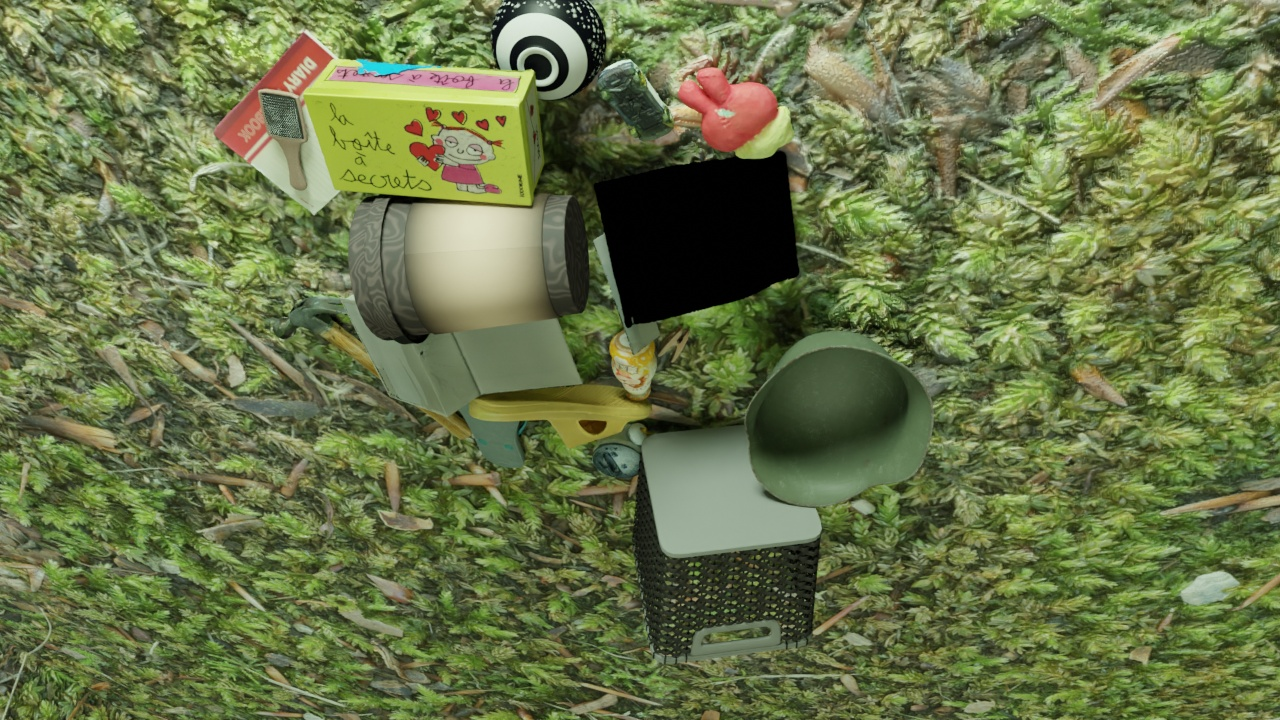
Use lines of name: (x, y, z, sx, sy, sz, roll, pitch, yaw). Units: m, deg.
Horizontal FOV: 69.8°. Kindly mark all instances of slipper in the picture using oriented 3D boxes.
slipper: (-0.222, 0.085, 1.409, 0.098, 0.054, 0.269, 11, 147, 3)
slipper: (-0.109, 0.081, 1.281, 0.263, 0.099, 0.078, 2, 103, -20)

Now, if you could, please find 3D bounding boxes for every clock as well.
clock: (-0.018, 0.136, 1.407, 0.118, 0.056, 0.083, -12, 132, 22)

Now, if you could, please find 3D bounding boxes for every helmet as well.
helmet: (0.247, 0.063, 1.203, 0.227, 0.153, 0.268, 20, 120, -3)

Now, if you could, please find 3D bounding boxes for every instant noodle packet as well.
instant noodle packet: (0.071, -0.145, 1.069, 0.221, 0.084, 0.163, -12, 118, 1)

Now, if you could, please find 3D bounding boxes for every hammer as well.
hammer: (-0.379, 0.019, 1.377, 0.132, 0.033, 0.330, -27, 126, 32)

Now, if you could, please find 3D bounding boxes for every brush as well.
brush: (-0.420, -0.257, 1.092, 0.050, 0.015, 0.136, 10, 136, 3)

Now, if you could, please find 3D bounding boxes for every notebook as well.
notebook: (-0.392, -0.274, 1.089, 0.209, 0.012, 0.153, -29, 124, 33)

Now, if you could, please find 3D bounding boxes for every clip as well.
clip: (0.040, -0.027, 1.254, 0.045, 0.025, 0.061, 19, 129, -11)

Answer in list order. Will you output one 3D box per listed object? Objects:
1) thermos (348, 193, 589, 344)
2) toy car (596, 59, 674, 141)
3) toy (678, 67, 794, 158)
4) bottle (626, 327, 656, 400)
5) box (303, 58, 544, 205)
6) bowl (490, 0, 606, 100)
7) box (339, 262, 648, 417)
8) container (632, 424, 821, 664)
thermos: (-0.180, -0.109, 1.011, 0.226, 0.172, 0.173, -3, 135, 8)
toy car: (-0.005, -0.281, 0.991, 0.048, 0.033, 0.105, -20, 142, 23)
toy: (0.102, -0.262, 0.980, 0.135, 0.045, 0.092, 27, 137, -23)
bottle: (-0.008, 0.007, 1.268, 0.063, 0.063, 0.109, 1, 138, 10)
box: (-0.216, -0.234, 0.941, 0.221, 0.079, 0.125, 5, 137, 4)
bowl: (-0.099, -0.318, 0.946, 0.120, 0.066, 0.120, 6, 136, 5)
box: (-0.207, -0.021, 1.156, 0.420, 0.108, 0.166, 2, 124, 37)
container: (0.121, 0.261, 1.349, 0.247, 0.245, 0.244, -6, 132, -6)
